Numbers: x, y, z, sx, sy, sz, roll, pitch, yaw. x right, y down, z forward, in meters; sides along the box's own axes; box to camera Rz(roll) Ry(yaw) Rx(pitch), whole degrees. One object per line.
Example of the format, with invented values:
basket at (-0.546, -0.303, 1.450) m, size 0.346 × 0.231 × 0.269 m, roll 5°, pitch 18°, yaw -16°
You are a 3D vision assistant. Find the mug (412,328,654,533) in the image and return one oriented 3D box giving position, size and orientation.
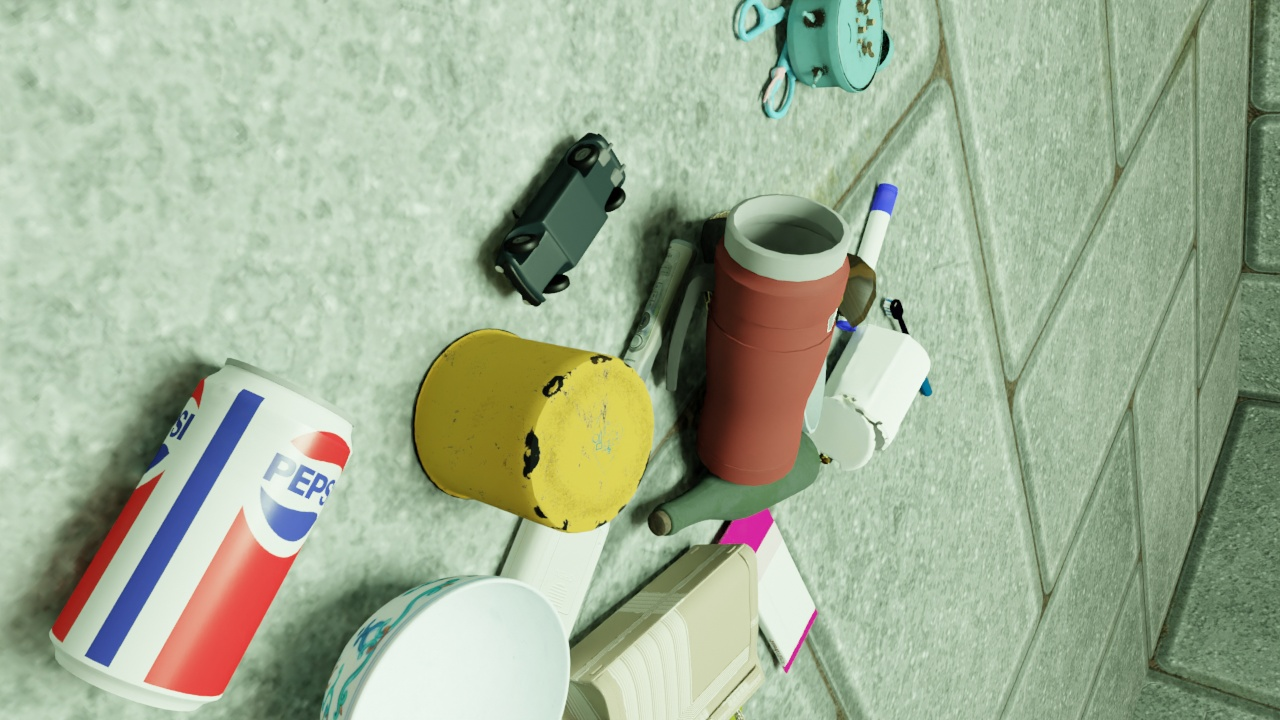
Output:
mug at (-0.048, 0.034, 0.515) m, size 0.123 × 0.094 × 0.100 m, roll -28°, pitch 119°, yaw -43°

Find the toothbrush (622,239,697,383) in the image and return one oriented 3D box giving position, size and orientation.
toothbrush at (-0.004, 0.003, 0.619) m, size 0.024 × 0.022 × 0.185 m, roll 36°, pitch 72°, yaw -44°

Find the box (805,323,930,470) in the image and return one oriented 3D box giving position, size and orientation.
box at (0.198, 0.034, 0.820) m, size 0.143 × 0.080 × 0.089 m, roll -57°, pitch 151°, yaw -23°

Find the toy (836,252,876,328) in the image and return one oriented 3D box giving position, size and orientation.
toy at (0.166, -0.068, 0.771) m, size 0.100 × 0.063 × 0.076 m, roll 43°, pitch 28°, yaw -61°

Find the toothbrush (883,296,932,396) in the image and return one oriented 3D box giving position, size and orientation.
toothbrush at (0.280, -0.011, 0.952) m, size 0.014 × 0.014 × 0.168 m, roll -51°, pitch 137°, yaw -14°

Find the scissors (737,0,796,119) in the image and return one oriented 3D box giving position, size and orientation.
scissors at (0.105, -0.261, 0.697) m, size 0.111 × 0.015 × 0.140 m, roll 29°, pitch 70°, yaw -49°

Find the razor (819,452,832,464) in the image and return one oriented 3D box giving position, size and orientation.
razor at (0.209, 0.043, 0.881) m, size 0.043 × 0.022 × 0.144 m, roll 40°, pitch 66°, yaw 0°

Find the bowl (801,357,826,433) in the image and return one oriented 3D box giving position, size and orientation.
bowl at (0.122, 0.004, 0.738) m, size 0.106 × 0.039 × 0.106 m, roll 3°, pitch 90°, yaw -70°

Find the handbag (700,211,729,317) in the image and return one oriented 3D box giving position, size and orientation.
handbag at (0.087, -0.071, 0.683) m, size 0.128 × 0.054 × 0.079 m, roll -16°, pitch 115°, yaw -49°

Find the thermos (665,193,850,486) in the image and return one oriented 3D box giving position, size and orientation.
thermos at (0.073, -0.009, 0.626) m, size 0.083 × 0.108 × 0.199 m, roll -86°, pitch 180°, yaw -49°

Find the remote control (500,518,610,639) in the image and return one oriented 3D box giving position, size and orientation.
remote control at (-0.063, 0.149, 0.573) m, size 0.060 × 0.025 × 0.138 m, roll 35°, pitch 70°, yaw -44°

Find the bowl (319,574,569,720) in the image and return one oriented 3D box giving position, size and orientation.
bowl at (-0.114, 0.175, 0.485) m, size 0.143 × 0.074 × 0.144 m, roll -14°, pitch 109°, yaw -47°

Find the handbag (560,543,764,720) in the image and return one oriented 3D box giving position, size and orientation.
handbag at (0.040, 0.259, 0.650) m, size 0.175 × 0.062 × 0.198 m, roll -29°, pitch 102°, yaw -45°

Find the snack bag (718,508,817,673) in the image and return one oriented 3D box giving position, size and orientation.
snack bag at (0.114, 0.195, 0.804) m, size 0.070 × 0.016 × 0.197 m, roll -53°, pitch 133°, yaw -29°

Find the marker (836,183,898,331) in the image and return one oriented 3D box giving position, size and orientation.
marker at (0.210, -0.095, 0.848) m, size 0.020 × 0.020 × 0.141 m, roll 29°, pitch 76°, yaw -49°

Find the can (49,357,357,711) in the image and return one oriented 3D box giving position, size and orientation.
can at (-0.180, 0.071, 0.388) m, size 0.070 × 0.070 × 0.132 m, roll 42°, pitch 67°, yaw -46°

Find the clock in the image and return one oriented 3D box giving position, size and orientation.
clock at (0.160, -0.259, 0.714) m, size 0.124 × 0.053 × 0.090 m, roll -43°, pitch 130°, yaw -42°

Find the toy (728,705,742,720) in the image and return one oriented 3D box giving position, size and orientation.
toy at (0.044, 0.290, 0.716) m, size 0.109 × 0.051 × 0.090 m, roll -41°, pitch 124°, yaw -38°

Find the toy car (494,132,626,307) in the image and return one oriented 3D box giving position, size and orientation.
toy car at (-0.046, -0.084, 0.537) m, size 0.112 × 0.034 × 0.046 m, roll -59°, pitch 137°, yaw -23°

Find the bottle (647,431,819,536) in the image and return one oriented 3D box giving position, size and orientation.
bottle at (0.069, 0.097, 0.700) m, size 0.173 × 0.055 × 0.055 m, roll -17°, pitch 111°, yaw -45°
